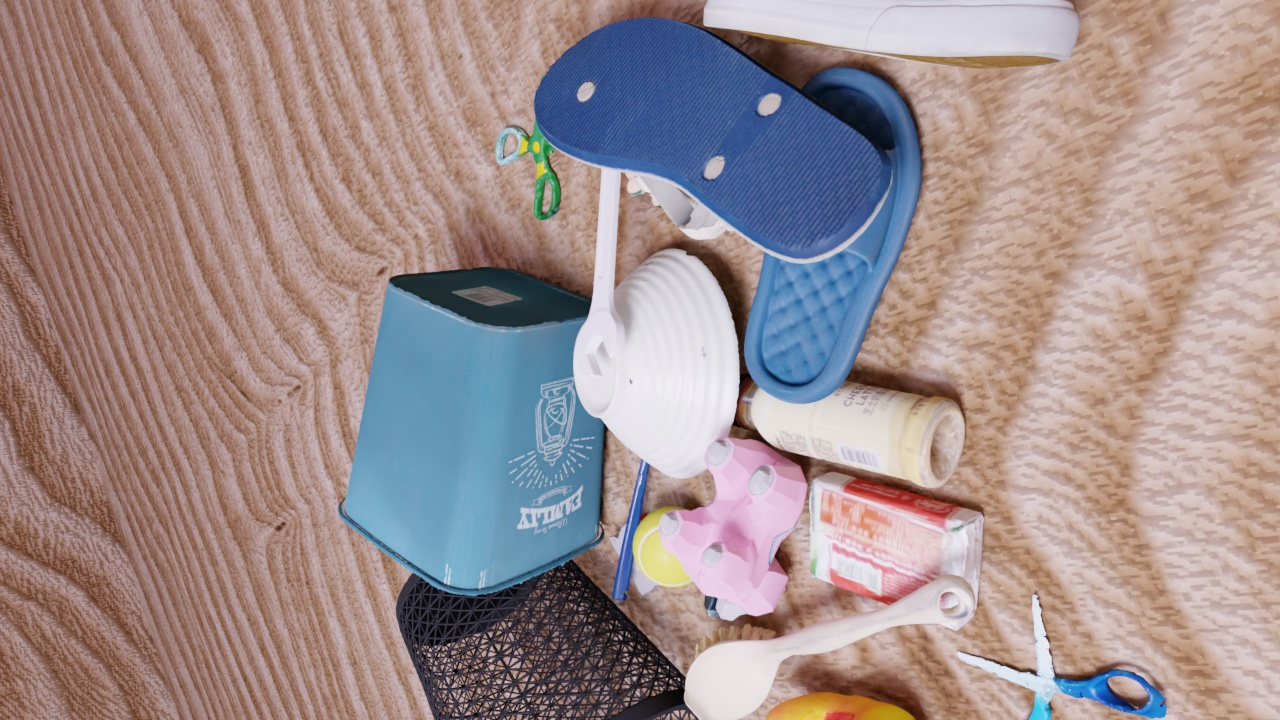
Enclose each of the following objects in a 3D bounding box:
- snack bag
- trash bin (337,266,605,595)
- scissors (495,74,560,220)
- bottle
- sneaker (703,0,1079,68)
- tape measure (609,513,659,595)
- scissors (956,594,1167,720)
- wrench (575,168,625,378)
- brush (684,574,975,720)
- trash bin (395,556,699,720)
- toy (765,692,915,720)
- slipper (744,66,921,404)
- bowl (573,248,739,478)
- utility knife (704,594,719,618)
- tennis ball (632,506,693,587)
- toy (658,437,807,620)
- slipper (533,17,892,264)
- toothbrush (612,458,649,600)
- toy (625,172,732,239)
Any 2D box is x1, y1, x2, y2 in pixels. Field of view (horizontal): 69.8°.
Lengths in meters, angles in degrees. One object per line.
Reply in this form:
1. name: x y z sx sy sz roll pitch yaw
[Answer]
1. snack bag: 0.169 0.125 0.617 0.116 0.036 0.077 12 110 44
2. trash bin: -0.134 0.046 0.799 0.199 0.196 0.219 23 112 33
3. scissors: -0.092 -0.187 0.805 0.128 0.011 0.126 28 122 37
4. bottle: 0.130 0.040 0.615 0.162 0.056 0.056 12 111 44
5. sneaker: 0.131 -0.214 0.516 0.236 0.087 0.079 27 115 41
6. tape measure: 0.005 0.170 0.812 0.060 0.020 0.062 58 135 15
7. scissors: 0.258 0.206 0.570 0.133 0.014 0.127 -6 94 51
8. wrench: -0.023 -0.121 0.675 0.047 0.009 0.273 -13 69 50
9. brush: 0.121 0.195 0.637 0.062 0.077 0.273 39 136 -9
10. trash bin: -0.094 0.285 0.827 0.243 0.216 0.217 47 132 34
11. toy: 0.166 0.344 0.646 0.148 0.098 0.216 -11 93 59
12. slipper: 0.113 -0.076 0.575 0.104 0.059 0.214 17 101 39
13. bowl: -0.004 0.004 0.694 0.177 0.070 0.177 10 102 60
14. utility knife: 0.072 0.141 0.729 0.020 0.028 0.174 35 127 41
15. tennis ball: 0.026 0.152 0.751 0.065 0.065 0.065 17 114 42
16. toy: 0.077 0.126 0.663 0.067 0.157 0.123 32 84 35
17. slipper: 0.042 -0.143 0.591 0.295 0.060 0.118 39 97 38
18. toothbrush: 0.001 0.119 0.781 0.017 0.016 0.190 22 108 36
19. toy: 0.043 -0.130 0.654 0.112 0.050 0.087 17 109 48
